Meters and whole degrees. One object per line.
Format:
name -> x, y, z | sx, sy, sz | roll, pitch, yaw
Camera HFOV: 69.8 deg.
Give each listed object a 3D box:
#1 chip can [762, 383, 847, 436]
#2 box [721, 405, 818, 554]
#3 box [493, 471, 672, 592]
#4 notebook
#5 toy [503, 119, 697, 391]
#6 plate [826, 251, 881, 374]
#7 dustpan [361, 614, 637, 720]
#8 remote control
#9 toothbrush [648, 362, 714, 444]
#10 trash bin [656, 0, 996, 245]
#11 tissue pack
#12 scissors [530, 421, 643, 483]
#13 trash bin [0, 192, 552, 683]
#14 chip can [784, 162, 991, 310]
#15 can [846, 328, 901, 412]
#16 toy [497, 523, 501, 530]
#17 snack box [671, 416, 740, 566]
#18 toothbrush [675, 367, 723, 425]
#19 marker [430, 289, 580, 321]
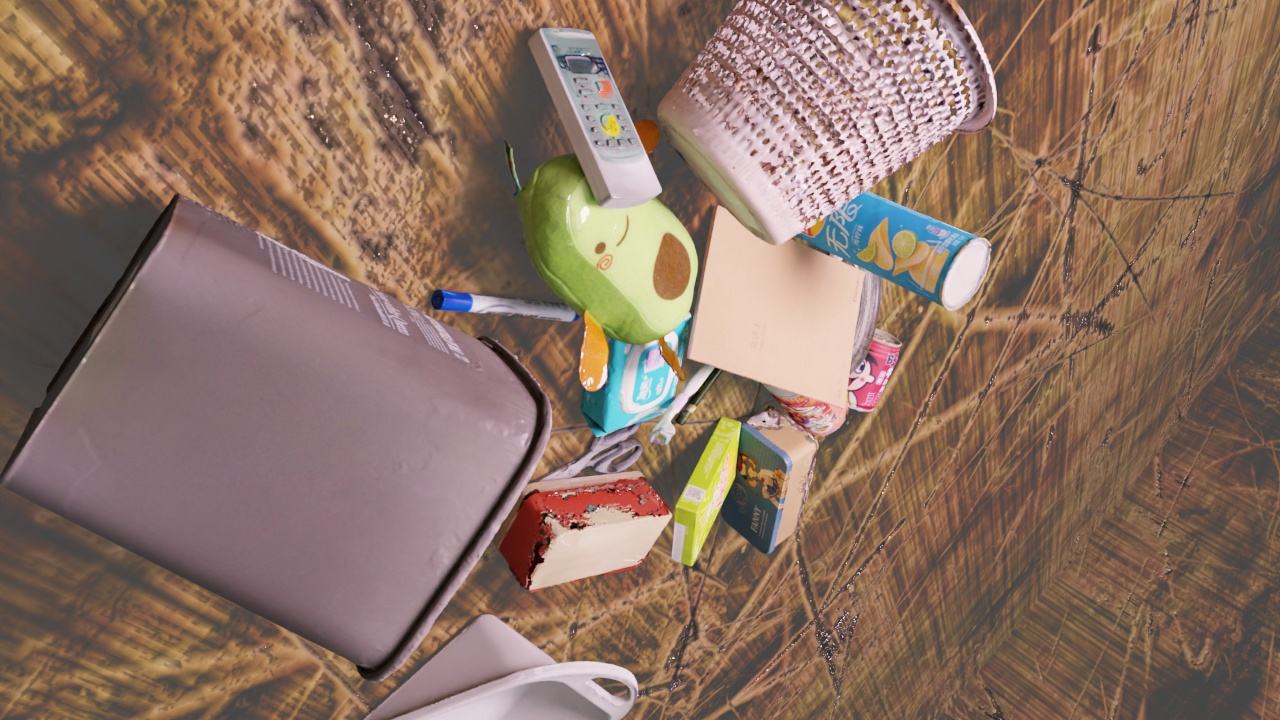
chip can -> 0.177, 0.021, 1.033 | 0.071, 0.071, 0.214 | -52, 147, -3
box -> 0.151, 0.148, 1.098 | 0.061, 0.090, 0.185 | -25, 135, -33
box -> -0.048, 0.170, 0.905 | 0.168, 0.080, 0.091 | 0, 127, -47
notebook -> 0.139, -0.047, 0.904 | 0.211, 0.012, 0.149 | 17, 77, -34
toy -> -0.015, -0.083, 0.727 | 0.246, 0.090, 0.226 | 30, 64, -53
plate -> 0.232, -0.071, 1.041 | 0.179, 0.024, 0.179 | -15, 108, -55
dustpan -> -0.139, 0.374, 0.927 | 0.257, 0.143, 0.223 | -47, 141, -12
remote control -> -0.031, -0.171, 0.647 | 0.056, 0.135, 0.019 | -17, 172, -47
toothbrush -> 0.059, 0.019, 0.912 | 0.020, 0.029, 0.189 | 56, 44, -18
trash bin -> 0.129, -0.207, 0.730 | 0.192, 0.227, 0.227 | -42, 142, 5
tissue pack -> -0.005, 0.005, 0.859 | 0.093, 0.050, 0.134 | -19, 131, -39
scissors -> -0.064, 0.113, 0.909 | 0.172, 0.014, 0.146 | -53, 141, -1
trash bin -> -0.204, 0.032, 0.530 | 0.219, 0.199, 0.198 | 34, 91, -29
chip can -> 0.218, -0.120, 0.867 | 0.071, 0.210, 0.071 | -26, 133, -31
can -> 0.279, 0.009, 1.146 | 0.066, 0.066, 0.094 | -1, 118, -46
toy -> -0.204, 0.117, 0.719 | 0.225, 0.082, 0.143 | 24, 98, -47
snack box -> 0.074, 0.141, 1.010 | 0.156, 0.026, 0.086 | -55, 154, -49
toothbrush -> 0.094, -0.008, 0.984 | 0.186, 0.012, 0.017 | -54, 138, 0
marker -> -0.105, -0.044, 0.746 | 0.145, 0.017, 0.017 | 3, 116, -47
